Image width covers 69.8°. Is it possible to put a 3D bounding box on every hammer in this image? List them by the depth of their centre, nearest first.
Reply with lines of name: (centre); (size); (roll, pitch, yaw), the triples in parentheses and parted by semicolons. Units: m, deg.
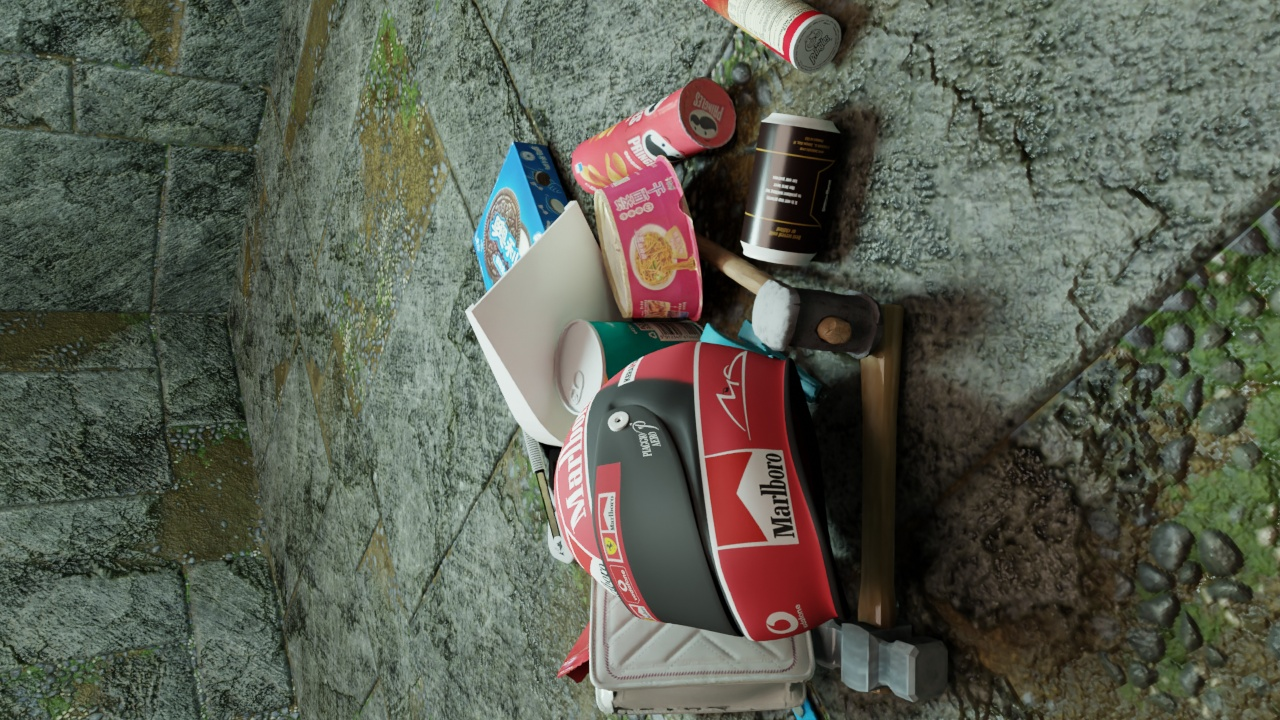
hammer: (0.201, 0.115, 0.775); (0.117, 0.051, 0.322); (-1, 88, 59)
hammer: (0.105, -0.077, 0.863); (0.328, 0.098, 0.052); (-132, 50, -62)

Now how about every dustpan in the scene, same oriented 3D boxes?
dustpan: (-0.091, -0.017, 1.037); (0.053, 0.191, 0.258); (5, 135, 38)

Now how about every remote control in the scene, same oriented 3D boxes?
remote control: (-0.104, 0.200, 1.255); (0.074, 0.019, 0.151); (6, 96, 56)

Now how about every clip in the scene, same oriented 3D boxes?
clip: (0.127, -0.005, 0.899); (0.130, 0.120, 0.031); (30, 115, 19)

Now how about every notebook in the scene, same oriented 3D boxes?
notebook: (-0.144, 0.115, 1.228); (0.149, 0.016, 0.206); (83, 169, -46)

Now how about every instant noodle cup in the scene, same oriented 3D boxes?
instant noodle cup: (0.003, -0.119, 0.964); (0.179, 0.077, 0.178); (165, 91, -82)

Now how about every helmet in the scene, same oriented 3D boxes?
helmet: (0.040, 0.110, 0.771); (0.270, 0.225, 0.198); (-89, -19, -45)

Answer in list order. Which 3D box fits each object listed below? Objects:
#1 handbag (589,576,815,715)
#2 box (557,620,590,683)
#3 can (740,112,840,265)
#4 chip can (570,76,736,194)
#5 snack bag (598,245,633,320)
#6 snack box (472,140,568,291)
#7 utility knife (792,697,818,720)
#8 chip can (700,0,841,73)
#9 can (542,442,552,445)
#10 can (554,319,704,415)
handbag: (0.052, 0.245, 0.846); (0.096, 0.198, 0.141); (82, -174, -50)
box: (0.025, 0.306, 0.985); (0.146, 0.156, 0.158); (-60, 4, -30)
can: (0.136, -0.156, 0.837); (0.072, 0.071, 0.129); (29, 115, 52)
chip can: (0.006, -0.244, 1.029); (0.233, 0.073, 0.073); (-7, 85, 57)
snack bag: (-0.051, -0.086, 1.169); (0.155, 0.018, 0.075); (62, 139, 36)
snack box: (-0.159, -0.153, 1.277); (0.196, 0.056, 0.238); (-57, 42, 41)
utility knife: (0.149, 0.321, 0.887); (0.224, 0.015, 0.031); (60, 141, 34)
chip can: (0.109, -0.345, 0.888); (0.214, 0.051, 0.052); (53, 133, 41)
can: (-0.101, 0.024, 1.202); (0.067, 0.067, 0.170); (14, 102, 55)
can: (-0.006, 0.006, 0.989); (0.099, 0.143, 0.099); (3, 94, 56)
